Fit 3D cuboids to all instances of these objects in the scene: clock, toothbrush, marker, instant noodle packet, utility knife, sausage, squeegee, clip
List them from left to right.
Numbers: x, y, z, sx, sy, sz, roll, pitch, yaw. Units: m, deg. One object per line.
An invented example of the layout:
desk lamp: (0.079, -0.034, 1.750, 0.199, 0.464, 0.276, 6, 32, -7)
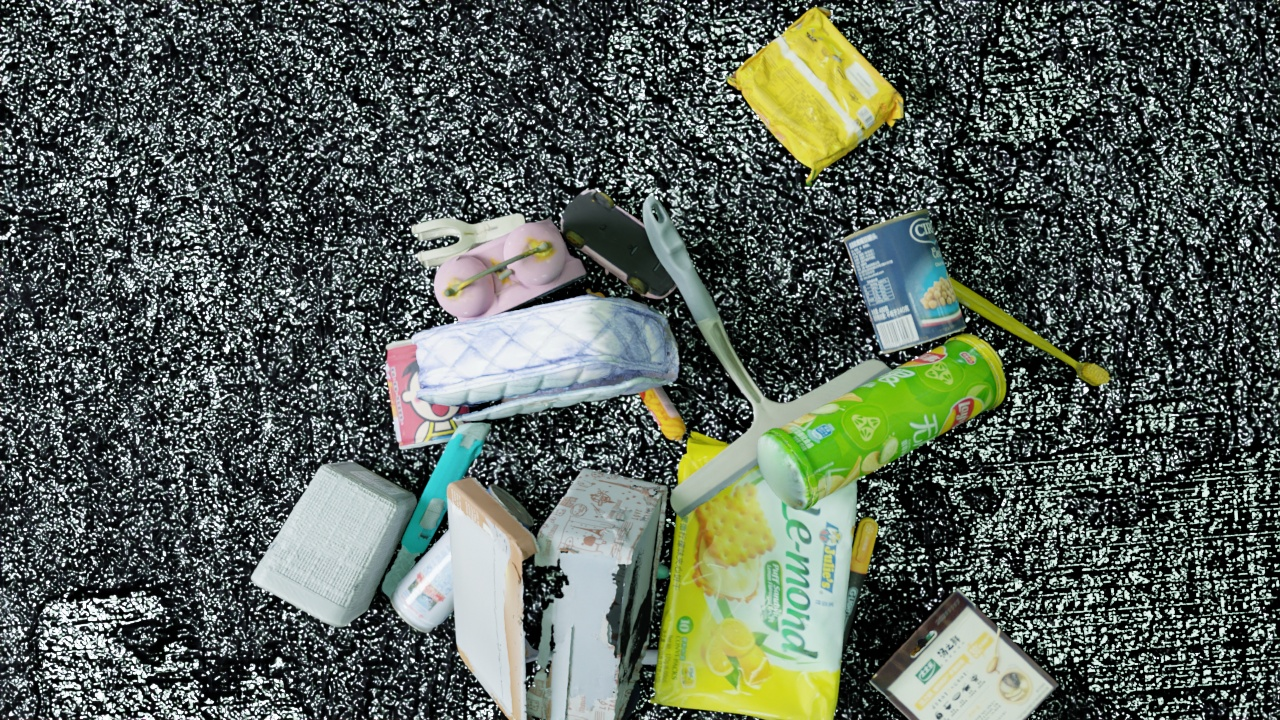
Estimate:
utility knife: (-0.184, 0.135, 0.808, 0.029, 0.013, 0.208, 24, 112, -15)
clip: (-0.156, -0.112, 0.819, 0.105, 0.083, 0.035, -11, 88, 12)
clock: (-0.111, -0.073, 0.770, 0.117, 0.158, 0.060, -24, 96, 3)
toothbrush: (-0.024, 0.267, 0.834, 0.189, 0.029, 0.021, 2, 129, 0)
sausage: (-0.005, 0.005, 0.836, 0.021, 0.021, 0.165, -32, 88, 0)
squeegee: (0.064, -0.032, 0.806, 0.246, 0.039, 0.246, -32, 92, -20)
instant noodle packet: (0.159, -0.238, 0.827, 0.111, 0.044, 0.128, -38, 85, 7)
marker: (0.193, 0.203, 0.832, 0.018, 0.015, 0.124, 15, 91, 6)
toothbrush: (0.341, -0.031, 0.832, 0.190, 0.016, 0.015, 32, 89, 2)

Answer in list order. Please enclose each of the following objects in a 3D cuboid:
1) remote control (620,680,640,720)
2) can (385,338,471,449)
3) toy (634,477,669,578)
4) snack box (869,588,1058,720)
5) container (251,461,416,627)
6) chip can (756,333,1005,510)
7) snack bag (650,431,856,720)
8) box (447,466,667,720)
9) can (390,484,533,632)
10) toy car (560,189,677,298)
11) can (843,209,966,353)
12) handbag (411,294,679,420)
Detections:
remote control: (-0.056, 0.335, 0.830, 0.053, 0.024, 0.136, 44, 90, 1)
can: (-0.189, 0.028, 0.817, 0.066, 0.066, 0.094, -10, 88, 1)
toy: (-0.020, 0.151, 0.832, 0.096, 0.030, 0.092, 2, 84, 9)
snack box: (0.279, 0.278, 0.810, 0.125, 0.053, 0.113, 44, 90, 2)
container: (-0.262, 0.155, 0.806, 0.090, 0.090, 0.114, 28, 87, 1)
chip can: (0.203, 0.051, 0.775, 0.221, 0.073, 0.072, -25, 88, -17)
snack bag: (0.098, 0.193, 0.802, 0.158, 0.068, 0.246, 9, 81, -3)
box: (-0.086, 0.192, 0.754, 0.178, 0.152, 0.183, 10, 110, 13)
can: (-0.160, 0.177, 0.820, 0.053, 0.053, 0.134, 43, 90, 2)
toy car: (-0.016, -0.104, 0.830, 0.122, 0.037, 0.056, 37, 80, 3)
can: (0.232, -0.067, 0.806, 0.075, 0.075, 0.111, -18, 89, 1)
handbag: (-0.081, 0.003, 0.745, 0.194, 0.134, 0.075, -10, 80, 29)
